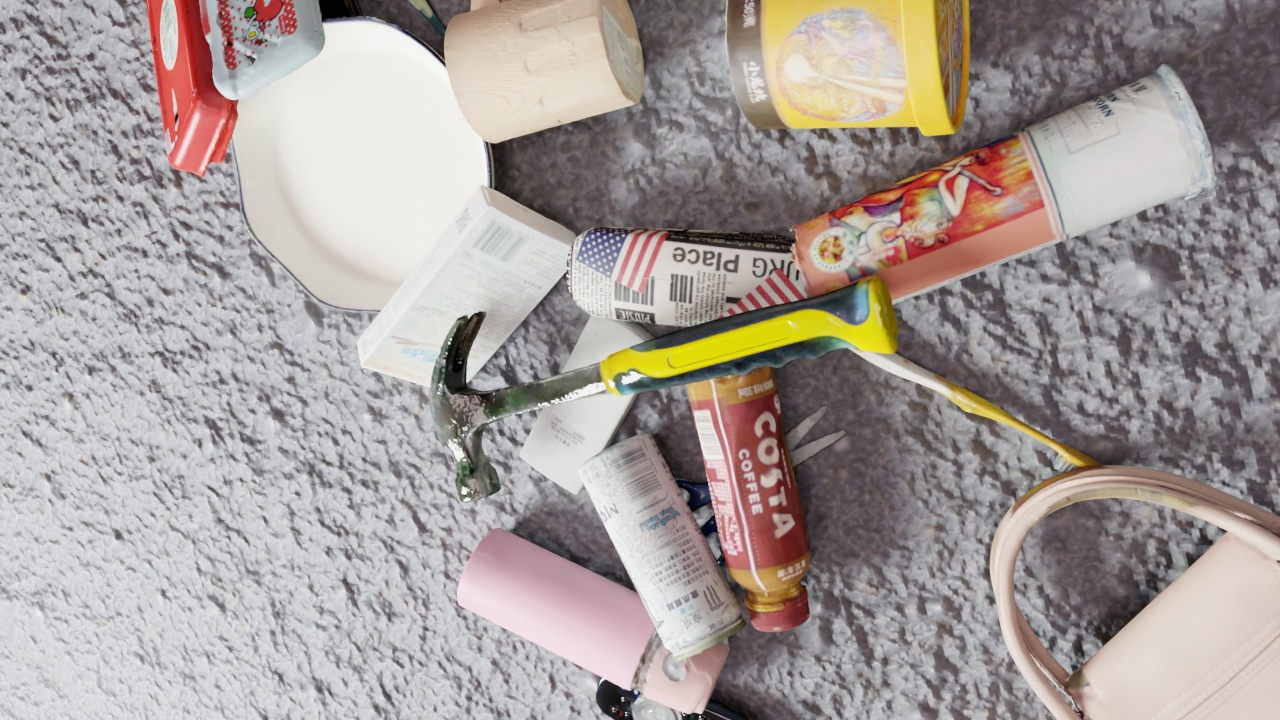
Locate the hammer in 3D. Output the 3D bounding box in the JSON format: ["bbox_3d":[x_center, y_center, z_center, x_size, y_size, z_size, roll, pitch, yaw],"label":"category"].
[{"bbox_3d":[-0.003,0.003,0.577,0.324,0.031,0.126,-15,93,28],"label":"hammer"}]

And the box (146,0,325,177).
[{"bbox_3d":[-0.289,-0.244,0.635,0.161,0.058,0.201,-33,61,25],"label":"box"}]

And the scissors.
[{"bbox_3d":[0.074,0.099,0.645,0.173,0.012,0.133,-8,98,20],"label":"scissors"}]

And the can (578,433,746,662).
[{"bbox_3d":[0.014,0.125,0.626,0.058,0.058,0.146,-32,78,23],"label":"can"}]

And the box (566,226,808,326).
[{"bbox_3d":[0.031,-0.056,0.610,0.164,0.052,0.068,7,94,11],"label":"box"}]

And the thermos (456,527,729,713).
[{"bbox_3d":[-0.030,0.183,0.678,0.199,0.067,0.087,21,80,15],"label":"thermos"}]

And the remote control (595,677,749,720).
[{"bbox_3d":[0.032,0.268,0.691,0.136,0.024,0.053,17,118,16],"label":"remote control"}]

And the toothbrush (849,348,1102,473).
[{"bbox_3d":[0.202,0.027,0.581,0.191,0.016,0.018,29,119,11],"label":"toothbrush"}]

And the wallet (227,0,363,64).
[{"bbox_3d":[-0.252,-0.218,0.685,0.122,0.020,0.096,-15,102,21],"label":"wallet"}]

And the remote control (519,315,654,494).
[{"bbox_3d":[-0.037,0.030,0.664,0.056,0.019,0.135,32,111,10],"label":"remote control"}]

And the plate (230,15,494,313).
[{"bbox_3d":[-0.194,-0.137,0.660,0.205,0.045,0.205,4,106,14],"label":"plate"}]

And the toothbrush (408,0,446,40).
[{"bbox_3d":[-0.167,-0.266,0.643,0.016,0.018,0.191,-38,88,22],"label":"toothbrush"}]

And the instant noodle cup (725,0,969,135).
[{"bbox_3d":[0.117,-0.182,0.513,0.115,0.118,0.118,1,103,28],"label":"instant noodle cup"}]

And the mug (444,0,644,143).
[{"bbox_3d":[-0.060,-0.211,0.592,0.104,0.084,0.124,-8,73,20],"label":"mug"}]

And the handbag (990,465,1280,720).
[{"bbox_3d":[0.318,0.162,0.537,0.234,0.093,0.194,39,113,13],"label":"handbag"}]

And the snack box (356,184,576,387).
[{"bbox_3d":[-0.121,-0.044,0.644,0.157,0.084,0.027,-45,47,23],"label":"snack box"}]

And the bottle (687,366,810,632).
[{"bbox_3d":[0.075,0.089,0.605,0.058,0.057,0.175,-10,95,21],"label":"bottle"}]

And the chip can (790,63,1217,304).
[{"bbox_3d":[0.198,-0.087,0.526,0.215,0.071,0.071,-22,94,23],"label":"chip can"}]
